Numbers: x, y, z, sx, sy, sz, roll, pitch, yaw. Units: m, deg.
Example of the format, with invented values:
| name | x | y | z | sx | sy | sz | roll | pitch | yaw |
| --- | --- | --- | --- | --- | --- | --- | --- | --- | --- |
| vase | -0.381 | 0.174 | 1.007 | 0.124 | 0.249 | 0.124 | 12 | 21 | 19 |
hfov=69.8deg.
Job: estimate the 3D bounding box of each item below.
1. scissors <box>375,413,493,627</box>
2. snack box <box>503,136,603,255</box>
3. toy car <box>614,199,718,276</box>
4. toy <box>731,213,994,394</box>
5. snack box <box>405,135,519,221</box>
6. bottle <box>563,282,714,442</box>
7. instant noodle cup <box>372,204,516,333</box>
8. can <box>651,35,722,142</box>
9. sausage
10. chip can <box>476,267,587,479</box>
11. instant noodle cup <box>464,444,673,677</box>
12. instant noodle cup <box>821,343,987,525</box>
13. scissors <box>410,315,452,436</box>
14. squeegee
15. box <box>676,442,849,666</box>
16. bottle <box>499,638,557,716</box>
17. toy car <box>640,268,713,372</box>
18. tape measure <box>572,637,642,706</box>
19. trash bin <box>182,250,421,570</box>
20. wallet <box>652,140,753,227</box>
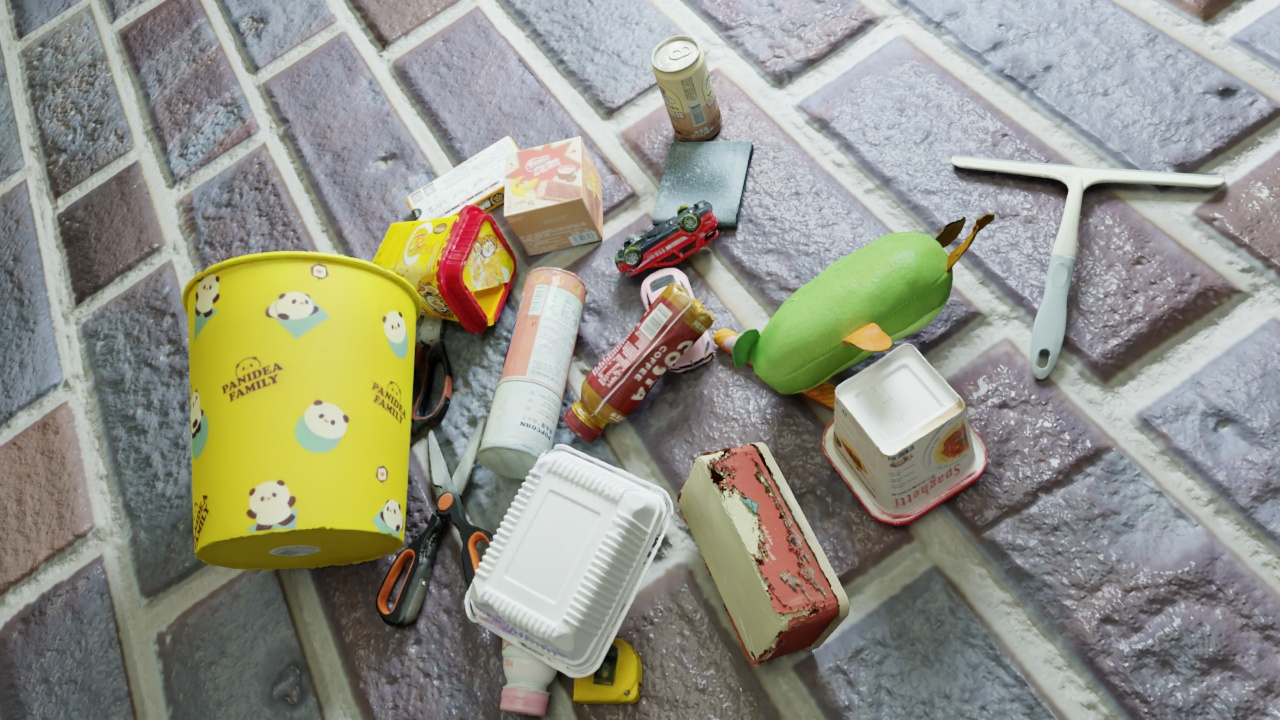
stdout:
| name | x | y | z | sx | sy | sz | roll | pitch | yaw |
| --- | --- | --- | --- | --- | --- | --- | --- | --- | --- |
| scissors | -0.184 | 0.163 | 0.903 | 0.225 | 0.021 | 0.220 | 24 | 75 | 40 |
| snack box | -0.098 | -0.186 | 1.044 | 0.093 | 0.077 | 0.094 | -11 | 58 | 13 |
| toy car | 0.028 | -0.126 | 0.981 | 0.121 | 0.045 | 0.052 | -27 | 20 | 11 |
| toy | 0.199 | -0.050 | 0.817 | 0.247 | 0.226 | 0.090 | -34 | 98 | 14 |
| snack box | -0.208 | -0.209 | 1.125 | 0.153 | 0.026 | 0.075 | -31 | 56 | -1 |
| bottle | -0.005 | 0.005 | 0.897 | 0.175 | 0.057 | 0.057 | -48 | 57 | 9 |
| instant noodle cup | -0.219 | -0.101 | 1.010 | 0.124 | 0.116 | 0.115 | 5 | 59 | 21 |
| can | 0.053 | -0.304 | 1.036 | 0.058 | 0.116 | 0.058 | -8 | 59 | 14 |
| sausage | 0.134 | 0.007 | 0.889 | 0.165 | 0.021 | 0.021 | 31 | 75 | 30 |
| chip can | -0.106 | 0.009 | 0.931 | 0.071 | 0.071 | 0.214 | -1 | 58 | 18 |
| instant noodle cup | -0.066 | 0.161 | 0.771 | 0.138 | 0.060 | 0.173 | 22 | 76 | 21 |
| instant noodle cup | 0.219 | 0.058 | 0.771 | 0.116 | 0.124 | 0.116 | -32 | 57 | -2 |
| scissors | -0.251 | -0.019 | 1.037 | 0.194 | 0.015 | 0.206 | -38 | 57 | -4 |
| squeegee | 0.392 | -0.097 | 0.852 | 0.247 | 0.039 | 0.246 | 11 | 66 | 24 |
| box | 0.091 | 0.158 | 0.763 | 0.079 | 0.092 | 0.168 | -9 | 53 | -24 |
| bottle | -0.088 | 0.213 | 0.822 | 0.068 | 0.068 | 0.196 | 0 | 64 | 18 |
| toy car | 0.036 | -0.045 | 0.944 | 0.056 | 0.037 | 0.122 | -23 | 58 | 7 |
| tape measure | -0.028 | 0.268 | 0.791 | 0.060 | 0.029 | 0.057 | -5 | 59 | 15 |
| trash bin | -0.325 | 0.060 | 0.893 | 0.230 | 0.229 | 0.255 | -12 | 68 | 12 |
| wallet | 0.071 | -0.199 | 1.032 | 0.097 | 0.019 | 0.120 | 4 | 62 | 18 |
